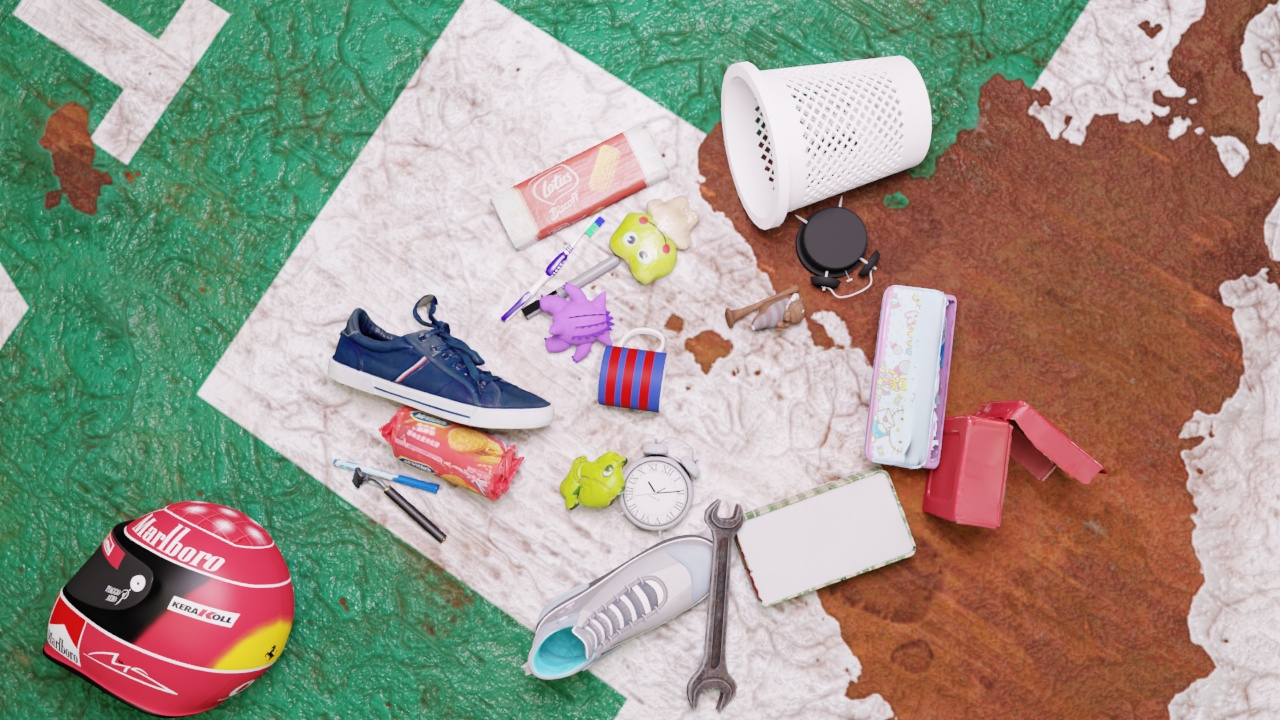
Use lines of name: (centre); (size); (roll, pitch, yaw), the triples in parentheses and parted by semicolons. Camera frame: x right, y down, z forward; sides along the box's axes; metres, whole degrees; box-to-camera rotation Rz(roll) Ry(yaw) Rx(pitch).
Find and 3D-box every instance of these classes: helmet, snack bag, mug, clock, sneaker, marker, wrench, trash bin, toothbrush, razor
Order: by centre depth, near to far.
sneaker: (-0.017, 0.293, 1.077); (0.257, 0.160, 0.093); (-29, 85, 3)
helmet: (-0.546, 0.279, 1.094); (0.271, 0.197, 0.224); (21, 88, 13)
trash bin: (0.223, -0.276, 1.098); (0.199, 0.195, 0.195); (-15, 85, -7)
wrench: (0.093, 0.296, 1.100); (0.070, 0.010, 0.273); (-2, 101, -27)
sneaker: (-0.238, -0.001, 1.140); (0.294, 0.120, 0.127); (18, 100, 8)
clock: (0.025, 0.154, 1.145); (0.094, 0.035, 0.122); (26, 89, 5)
mug: (-0.007, 0.007, 1.146); (0.076, 0.075, 0.111); (8, 60, 4)
snack bag: (-0.234, 0.114, 1.146); (0.176, 0.082, 0.082); (22, 87, 5)
clock: (0.246, -0.138, 1.147); (0.091, 0.042, 0.120); (-21, 85, 2)
razor: (-0.306, 0.184, 1.172); (0.144, 0.043, 0.022); (37, 54, 0)
snack bag: (-0.078, -0.223, 1.177); (0.225, 0.041, 0.077); (-26, 87, 0)
marker: (-0.089, -0.095, 1.179); (0.140, 0.016, 0.016); (-31, 85, 1)
marker: (-0.328, 0.148, 1.180); (0.142, 0.013, 0.013); (14, 87, 5)
toothbrush: (-0.113, -0.118, 1.183); (0.016, 0.015, 0.186); (43, 90, 1)

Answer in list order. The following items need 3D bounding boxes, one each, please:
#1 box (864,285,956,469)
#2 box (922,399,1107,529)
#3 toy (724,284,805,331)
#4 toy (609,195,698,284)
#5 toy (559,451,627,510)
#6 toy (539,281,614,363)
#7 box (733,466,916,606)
box: (0.316, 0.021, 1.105); (0.093, 0.089, 0.214); (8, 87, -3)
box: (0.401, 0.128, 1.065); (0.165, 0.157, 0.152); (-44, 82, 2)
toy: (0.162, -0.059, 1.149); (0.101, 0.042, 0.054); (-24, 62, -6)
toy: (0.023, -0.159, 1.164); (0.118, 0.043, 0.092); (-40, 83, -2)
toy: (-0.059, 0.149, 1.136); (0.093, 0.036, 0.094); (32, 91, 41)
toy: (-0.078, -0.047, 1.155); (0.088, 0.056, 0.106); (-8, 107, -7)
box: (0.221, 0.215, 1.123); (0.205, 0.050, 0.117); (-22, 88, 3)
